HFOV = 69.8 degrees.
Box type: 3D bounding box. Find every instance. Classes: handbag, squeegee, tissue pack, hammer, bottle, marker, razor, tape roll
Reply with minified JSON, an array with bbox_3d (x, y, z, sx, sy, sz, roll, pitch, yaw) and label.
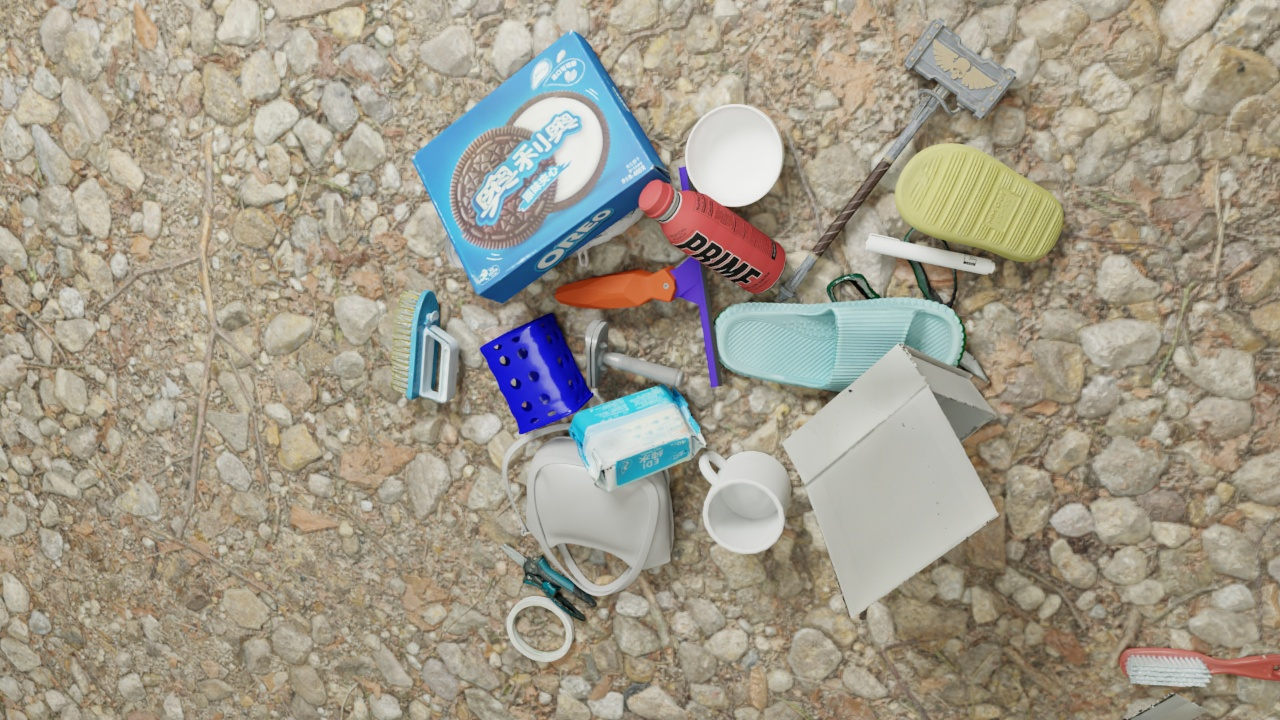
[{"bbox_3d":[-0.063,0.200,1.148,0.216,0.095,0.223,11,121,13],"label":"handbag"},{"bbox_3d":[-0.015,-0.082,1.050,0.185,0.055,0.250,-4,103,26],"label":"squeegee"},{"bbox_3d":[-0.003,0.088,1.053,0.144,0.092,0.062,-19,137,-14],"label":"tissue pack"},{"bbox_3d":[0.243,-0.188,0.961,0.098,0.044,0.323,37,114,2],"label":"hammer"},{"bbox_3d":[0.073,-0.133,0.961,0.176,0.062,0.062,27,116,-33],"label":"bottle"},{"bbox_3d":[0.304,-0.112,0.962,0.133,0.017,0.020,13,70,10],"label":"marker"},{"bbox_3d":[-0.006,0.006,1.059,0.116,0.047,0.088,16,143,11],"label":"razor"},{"bbox_3d":[-0.134,0.360,1.231,0.093,0.013,0.093,4,107,14],"label":"tape roll"}]

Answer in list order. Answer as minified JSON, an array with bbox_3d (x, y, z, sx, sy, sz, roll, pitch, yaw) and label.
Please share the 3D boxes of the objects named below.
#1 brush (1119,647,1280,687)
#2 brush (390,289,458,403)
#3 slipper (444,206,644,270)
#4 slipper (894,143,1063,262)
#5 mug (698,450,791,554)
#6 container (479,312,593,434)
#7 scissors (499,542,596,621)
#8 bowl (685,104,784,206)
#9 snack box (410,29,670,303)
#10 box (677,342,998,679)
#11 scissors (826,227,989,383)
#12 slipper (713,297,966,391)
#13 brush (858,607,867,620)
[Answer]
[{"bbox_3d":[0.627,0.343,1.015,0.172,0.030,0.041,-3,105,15],"label":"brush"},{"bbox_3d":[-0.263,-0.020,1.132,0.075,0.055,0.136,13,108,16],"label":"brush"},{"bbox_3d":[-0.103,-0.152,1.043,0.247,0.074,0.112,-17,90,22],"label":"slipper"},{"bbox_3d":[0.335,-0.160,0.926,0.190,0.081,0.092,16,104,-18],"label":"slipper"},{"bbox_3d":[0.114,0.152,1.064,0.121,0.090,0.091,46,111,-1],"label":"mug"},{"bbox_3d":[-0.123,0.014,1.091,0.085,0.085,0.113,-23,98,19],"label":"container"},{"bbox_3d":[-0.125,0.294,1.207,0.129,0.019,0.139,-9,101,18],"label":"scissors"},{"bbox_3d":[0.103,-0.220,0.980,0.105,0.054,0.105,5,108,15],"label":"bowl"},{"bbox_3d":[-0.112,-0.207,0.991,0.239,0.056,0.195,-34,71,16],"label":"snack box"},{"bbox_3d":[0.202,0.116,0.805,0.148,0.504,0.167,45,117,3],"label":"box"},{"bbox_3d":[0.319,-0.059,0.990,0.209,0.015,0.155,38,110,2],"label":"scissors"},{"bbox_3d":[0.207,-0.012,0.996,0.276,0.069,0.116,4,114,18],"label":"slipper"},{"bbox_3d":[0.249,0.241,1.025,0.008,0.143,0.045,9,99,11],"label":"brush"}]
